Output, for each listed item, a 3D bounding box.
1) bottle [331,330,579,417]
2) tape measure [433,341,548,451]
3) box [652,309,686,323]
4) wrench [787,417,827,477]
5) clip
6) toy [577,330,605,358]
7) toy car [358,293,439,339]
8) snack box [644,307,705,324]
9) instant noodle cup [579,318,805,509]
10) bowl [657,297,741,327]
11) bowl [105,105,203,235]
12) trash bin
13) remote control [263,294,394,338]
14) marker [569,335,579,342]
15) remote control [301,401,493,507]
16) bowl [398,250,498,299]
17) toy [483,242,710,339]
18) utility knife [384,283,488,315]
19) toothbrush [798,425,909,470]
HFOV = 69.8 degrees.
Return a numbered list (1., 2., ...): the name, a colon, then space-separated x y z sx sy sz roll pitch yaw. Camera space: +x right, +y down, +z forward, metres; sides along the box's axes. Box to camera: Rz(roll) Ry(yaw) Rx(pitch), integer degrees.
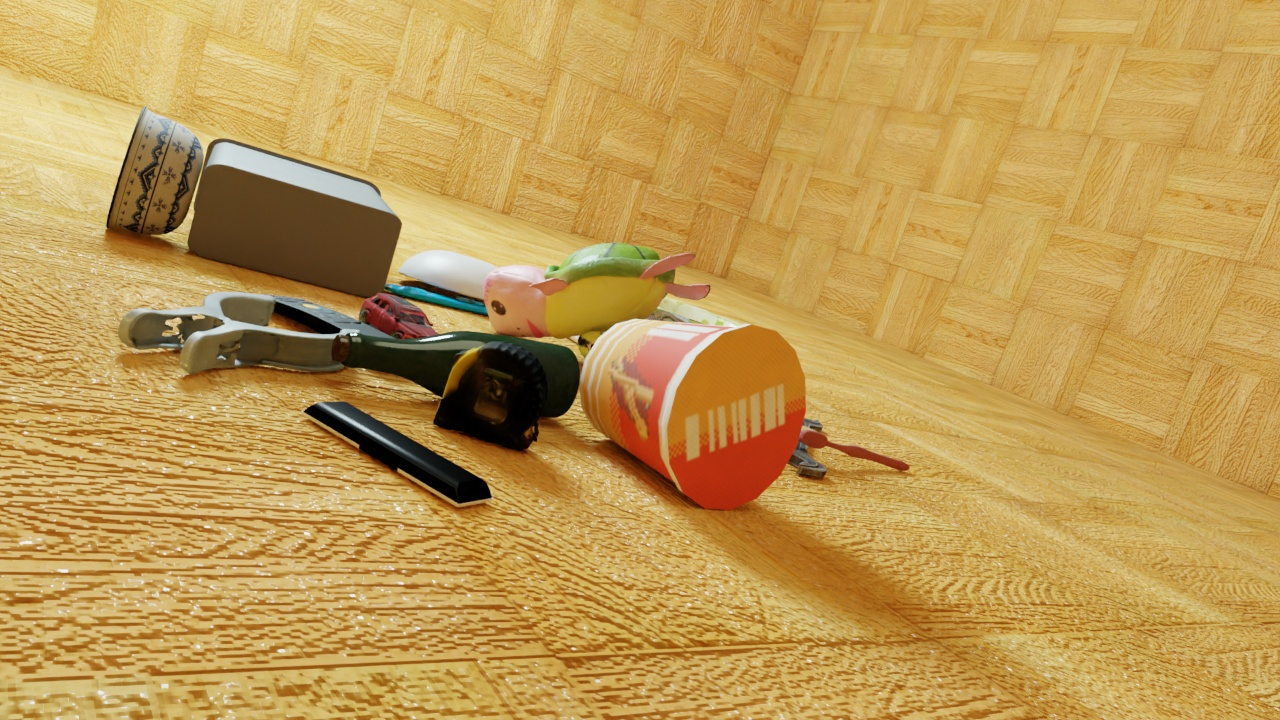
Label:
1. bottle: -0.128 0.004 0.643 0.174 0.055 0.055 10 12 -36
2. tape measure: -0.091 0.021 0.588 0.067 0.063 0.038 20 10 2
3. box: 0.082 0.003 0.957 0.086 0.044 0.202 35 5 39
4. wrench: 0.153 0.076 0.911 0.070 0.010 0.273 20 9 10
5. clip: -0.230 -0.008 0.595 0.143 0.029 0.172 17 10 1
6. toy: -0.005 0.005 0.909 0.115 0.046 0.092 24 4 -22
7. toy car: -0.197 -0.028 0.761 0.042 0.036 0.091 10 18 -47
8. snack box: 0.028 -0.041 1.072 0.147 0.025 0.080 19 9 1
9. instant noodle cup: 0.029 0.027 0.649 0.123 0.123 0.121 11 5 -39
10. bowl: 0.070 -0.036 1.252 0.188 0.060 0.219 11 11 -37
11. bowl: -0.441 -0.167 0.843 0.059 0.115 0.115 18 9 -28
12. trash bin: -0.364 -0.152 0.965 0.191 0.098 0.220 14 12 -26
13. remote control: -0.236 -0.025 0.708 0.152 0.020 0.041 22 10 26
14. marker: -0.056 -0.021 1.040 0.020 0.017 0.133 13 11 -38
15. remote control: -0.134 0.048 0.501 0.124 0.012 0.028 24 10 28
16. bowl: -0.208 -0.102 1.087 0.149 0.043 0.149 17 3 -1
17. toy: -0.049 -0.070 0.935 0.239 0.087 0.190 -10 -15 22
18. utility knife: -0.215 -0.067 1.013 0.158 0.015 0.031 11 8 -34
19. toothbrush: 0.211 0.089 0.896 0.184 0.015 0.016 19 9 -39
